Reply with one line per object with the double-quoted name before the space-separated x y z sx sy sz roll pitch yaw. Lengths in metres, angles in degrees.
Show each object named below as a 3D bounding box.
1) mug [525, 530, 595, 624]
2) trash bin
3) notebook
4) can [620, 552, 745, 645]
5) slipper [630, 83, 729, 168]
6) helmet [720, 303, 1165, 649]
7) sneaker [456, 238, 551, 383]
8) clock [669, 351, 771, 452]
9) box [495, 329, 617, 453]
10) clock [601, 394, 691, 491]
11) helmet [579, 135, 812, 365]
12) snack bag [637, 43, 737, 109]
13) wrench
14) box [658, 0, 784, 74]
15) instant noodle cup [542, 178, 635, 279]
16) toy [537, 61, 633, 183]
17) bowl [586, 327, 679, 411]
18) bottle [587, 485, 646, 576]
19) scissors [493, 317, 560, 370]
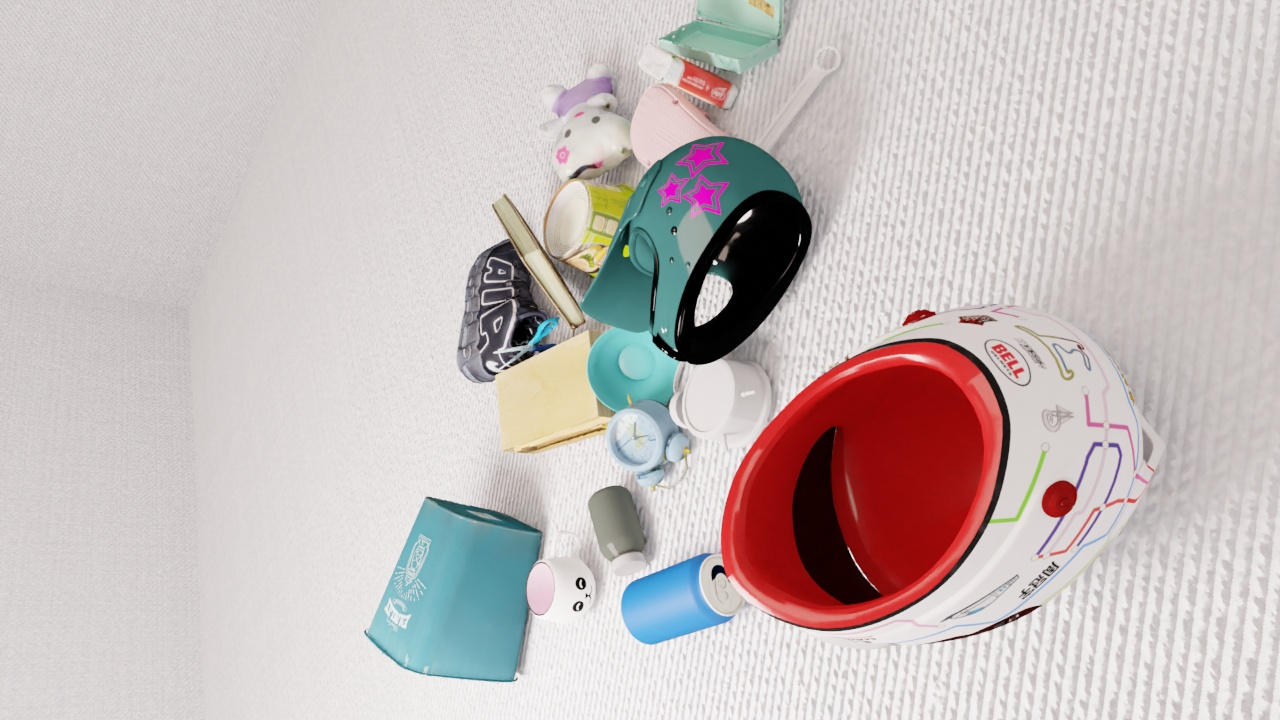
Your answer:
"mug" -0.103 0.293 1.244 0.090 0.076 0.123 -2 79 51
"trash bin" -0.264 0.333 1.359 0.197 0.199 0.218 10 82 52
"notebook" -0.143 -0.133 1.369 0.034 0.190 0.215 -33 37 -1
"can" 0.047 0.276 1.058 0.146 0.078 0.078 -33 56 42
"slipper" 0.059 -0.285 1.211 0.221 0.055 0.107 46 117 35
"helmet" 0.240 0.097 0.732 0.315 0.235 0.231 -46 51 25
"sneaker" -0.197 -0.089 1.452 0.151 0.097 0.252 -4 66 36
"clock" 0.091 0.039 1.088 0.159 0.061 0.120 43 114 53
"box" -0.114 0.052 1.318 0.250 0.091 0.128 -21 61 48
"clock" 0.011 0.106 1.157 0.124 0.051 0.089 48 115 15
"helmet" 0.058 -0.129 1.063 0.275 0.176 0.200 -58 43 11
"snack bag" 0.061 -0.365 1.180 0.077 0.115 0.036 50 119 49
"wrench" 0.149 -0.259 1.108 0.047 0.009 0.274 38 117 1
"box" 0.101 -0.438 1.176 0.187 0.078 0.113 42 136 47
"instant noodle cup" -0.070 -0.190 1.313 0.147 0.097 0.146 -17 67 48
"toy" -0.082 -0.347 1.370 0.138 0.085 0.209 -21 51 10
"bowl" -0.007 0.007 1.204 0.046 0.121 0.121 -64 -2 -75
"bottle" -0.028 0.220 1.184 0.060 0.060 0.108 -46 48 34
"scissors" -0.160 -0.018 1.367 0.127 0.127 0.014 -38 67 8
